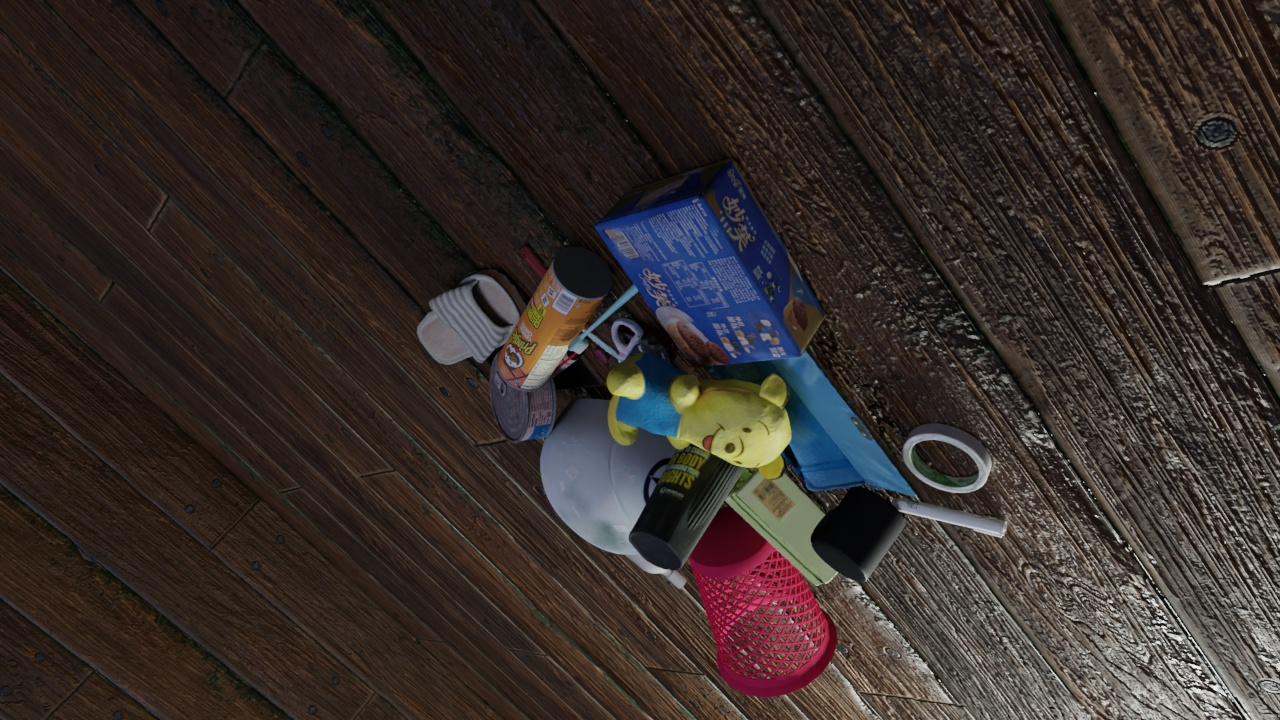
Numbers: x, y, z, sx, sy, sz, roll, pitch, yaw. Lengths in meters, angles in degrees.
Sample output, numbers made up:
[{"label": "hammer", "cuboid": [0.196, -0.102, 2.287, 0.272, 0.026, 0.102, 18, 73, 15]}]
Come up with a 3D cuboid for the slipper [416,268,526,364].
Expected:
[{"label": "slipper", "cuboid": [-0.251, -0.051, 1.305, 0.114, 0.053, 0.273, 49, 144, -11]}]

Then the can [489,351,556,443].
[{"label": "can", "cuboid": [-0.165, 0.048, 1.281, 0.130, 0.044, 0.130, 19, 112, 56]}]

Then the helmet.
[{"label": "helmet", "cuboid": [-0.034, 0.185, 1.307, 0.237, 0.163, 0.264, 6, 137, 40]}]

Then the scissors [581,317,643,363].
[{"label": "scissors", "cuboid": [-0.007, 0.006, 1.136, 0.170, 0.013, 0.173, 42, 156, 7]}]

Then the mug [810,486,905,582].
[{"label": "mug", "cuboid": [0.257, 0.212, 1.132, 0.078, 0.087, 0.114, 46, 161, -15]}]

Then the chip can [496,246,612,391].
[{"label": "chip can", "cuboid": [-0.111, -0.046, 1.142, 0.075, 0.075, 0.216, 37, 138, -1]}]

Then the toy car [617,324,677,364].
[{"label": "toy car", "cuboid": [0.004, -0.022, 1.129, 0.091, 0.036, 0.042, 14, 142, 32]}]

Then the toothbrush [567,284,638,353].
[{"label": "toothbrush", "cuboid": [-0.026, -0.063, 1.070, 0.016, 0.016, 0.181, 28, 128, -27]}]

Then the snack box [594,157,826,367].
[{"label": "snack box", "cuboid": [0.072, -0.092, 0.950, 0.155, 0.069, 0.203, -7, 128, 46]}]

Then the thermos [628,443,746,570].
[{"label": "thermos", "cuboid": [0.071, 0.145, 1.107, 0.098, 0.220, 0.098, 23, 144, 18]}]

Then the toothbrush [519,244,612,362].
[{"label": "toothbrush", "cuboid": [-0.095, -0.070, 1.178, 0.016, 0.016, 0.190, -9, 126, 49]}]

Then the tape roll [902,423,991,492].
[{"label": "tape roll", "cuboid": [0.334, 0.108, 1.004, 0.094, 0.018, 0.094, 24, 145, 18]}]

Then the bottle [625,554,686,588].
[{"label": "bottle", "cuboid": [0.000, 0.310, 1.527, 0.195, 0.052, 0.053, 42, 146, -9]}]

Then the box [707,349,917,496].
[{"label": "box", "cuboid": [0.200, 0.065, 1.051, 0.231, 0.047, 0.177, 50, 152, -20]}]

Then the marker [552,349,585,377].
[{"label": "marker", "cuboid": [-0.107, 0.002, 1.259, 0.019, 0.019, 0.146, 43, 146, -9]}]

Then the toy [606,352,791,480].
[{"label": "toy", "cuboid": [0.068, 0.055, 1.024, 0.214, 0.083, 0.149, 11, 147, 2]}]

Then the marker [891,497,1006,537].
[{"label": "marker", "cuboid": [0.358, 0.182, 1.072, 0.134, 0.020, 0.017, 9, 148, 35]}]

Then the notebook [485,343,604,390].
[{"label": "notebook", "cuboid": [-0.161, -0.010, 1.320, 0.210, 0.008, 0.141, -8, 127, 47]}]

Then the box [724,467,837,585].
[{"label": "box", "cuboid": [0.194, 0.217, 1.220, 0.188, 0.077, 0.091, 45, 145, -15]}]

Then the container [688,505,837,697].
[{"label": "container", "cuboid": [0.161, 0.332, 1.312, 0.184, 0.182, 0.226, 2, 126, 41]}]
